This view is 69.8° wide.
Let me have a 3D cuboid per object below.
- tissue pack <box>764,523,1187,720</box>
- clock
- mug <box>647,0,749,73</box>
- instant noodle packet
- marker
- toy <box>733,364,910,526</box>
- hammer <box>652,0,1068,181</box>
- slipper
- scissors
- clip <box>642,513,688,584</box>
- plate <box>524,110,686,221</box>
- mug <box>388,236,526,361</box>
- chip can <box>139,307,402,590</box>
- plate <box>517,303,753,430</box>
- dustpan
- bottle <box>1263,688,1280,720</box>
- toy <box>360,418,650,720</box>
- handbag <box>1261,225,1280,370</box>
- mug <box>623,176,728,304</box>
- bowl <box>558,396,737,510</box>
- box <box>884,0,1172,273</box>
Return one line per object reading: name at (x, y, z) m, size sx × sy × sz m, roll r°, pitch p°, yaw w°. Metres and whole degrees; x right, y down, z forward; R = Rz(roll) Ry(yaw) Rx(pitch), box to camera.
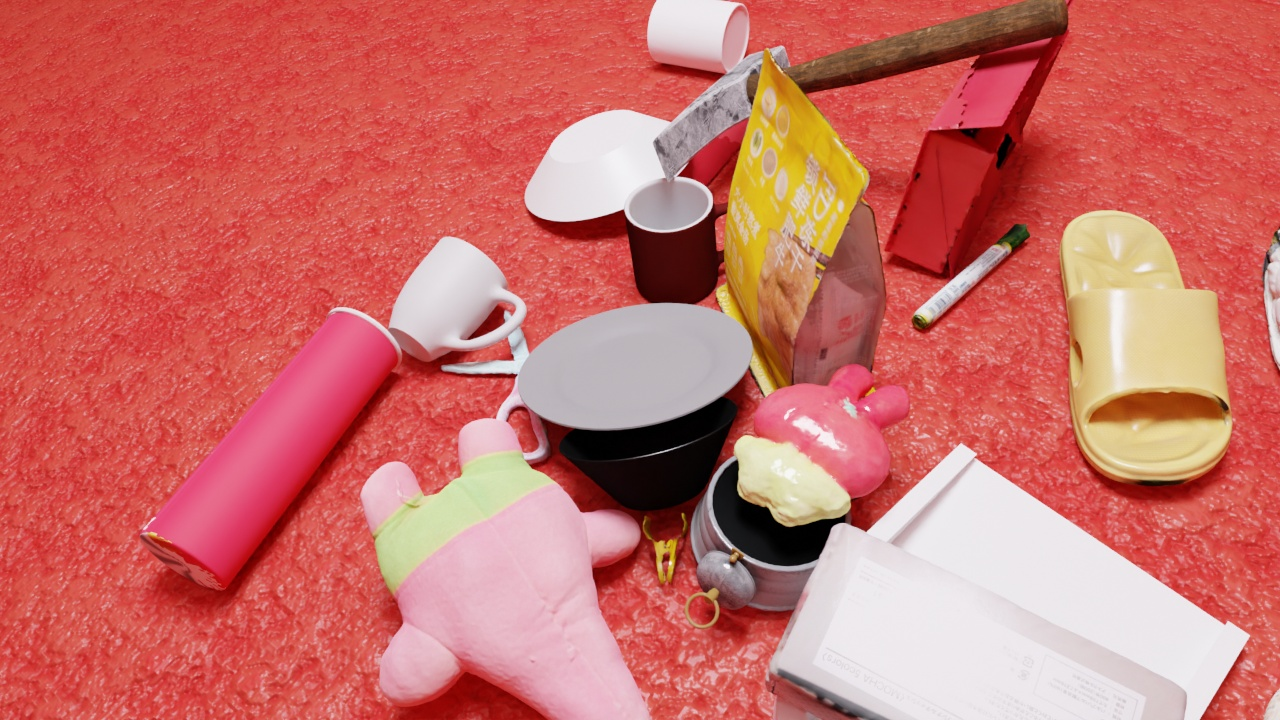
tissue pack at (0.165, 0.163, 0.463) m, size 0.181 × 0.071 × 0.103 m, roll 22°, pitch 62°, yaw 19°
clock at (0.077, 0.114, 0.588) m, size 0.104 × 0.056 × 0.147 m, roll 33°, pitch 55°, yaw 22°
mug at (0.073, -0.368, 1.031) m, size 0.090 × 0.074 × 0.110 m, roll 18°, pitch 27°, yaw 23°
instant noodle packet at (0.115, -0.087, 0.655) m, size 0.084 × 0.222 × 0.162 m, roll -12°, pitch 48°, yaw -7°
marker at (0.272, -0.070, 0.754) m, size 0.146 × 0.017 × 0.017 m, roll -37°, pitch 53°, yaw -24°
toy at (0.116, 0.050, 0.580) m, size 0.092 × 0.045 × 0.134 m, roll 32°, pitch 57°, yaw 25°
hammer at (0.174, -0.227, 0.738) m, size 0.301 × 0.037 × 0.217 m, roll -3°, pitch 32°, yaw 37°
slipper at (0.362, -0.030, 0.662) m, size 0.099 × 0.078 × 0.262 m, roll 4°, pitch 48°, yaw 10°
scissors at (-0.083, 0.017, 0.733) m, size 0.170 × 0.013 × 0.175 m, roll 0°, pitch 47°, yaw 9°
clip at (0.016, 0.120, 0.604) m, size 0.048 × 0.054 × 0.046 m, roll 40°, pitch 85°, yaw 10°
plate at (-0.037, -0.200, 0.882) m, size 0.174 × 0.036 × 0.173 m, roll -14°, pitch 38°, yaw 12°
mug at (-0.150, -0.040, 0.759) m, size 0.107 × 0.071 × 0.089 m, roll 23°, pitch 64°, yaw 22°
chip can at (-0.268, 0.060, 0.685) m, size 0.069 × 0.069 × 0.219 m, roll 14°, pitch 52°, yaw 20°
plate at (-0.004, 0.004, 0.693) m, size 0.178 × 0.012 × 0.178 m, roll -8°, pitch 30°, yaw 5°
dustpan at (0.189, 0.170, 0.508) m, size 0.257 × 0.053 × 0.191 m, roll -39°, pitch 58°, yaw -23°
bottle at (0.350, 0.195, 0.465) m, size 0.108 × 0.063 × 0.063 m, roll -26°, pitch 49°, yaw -13°
toy at (-0.073, 0.146, 0.566) m, size 0.191 × 0.097 × 0.236 m, roll -29°, pitch 63°, yaw -27°
handbag at (0.555, -0.037, 0.640) m, size 0.195 × 0.073 × 0.138 m, roll 10°, pitch 49°, yaw 17°
mug at (0.043, -0.102, 0.774) m, size 0.106 × 0.083 × 0.073 m, roll -9°, pitch 47°, yaw 0°
bowl at (0.011, 0.069, 0.629) m, size 0.124 × 0.052 × 0.124 m, roll -13°, pitch 13°, yaw 3°
box at (0.370, -0.188, 0.690) m, size 0.375 × 0.148 × 0.212 m, roll -1°, pitch 40°, yaw 43°
